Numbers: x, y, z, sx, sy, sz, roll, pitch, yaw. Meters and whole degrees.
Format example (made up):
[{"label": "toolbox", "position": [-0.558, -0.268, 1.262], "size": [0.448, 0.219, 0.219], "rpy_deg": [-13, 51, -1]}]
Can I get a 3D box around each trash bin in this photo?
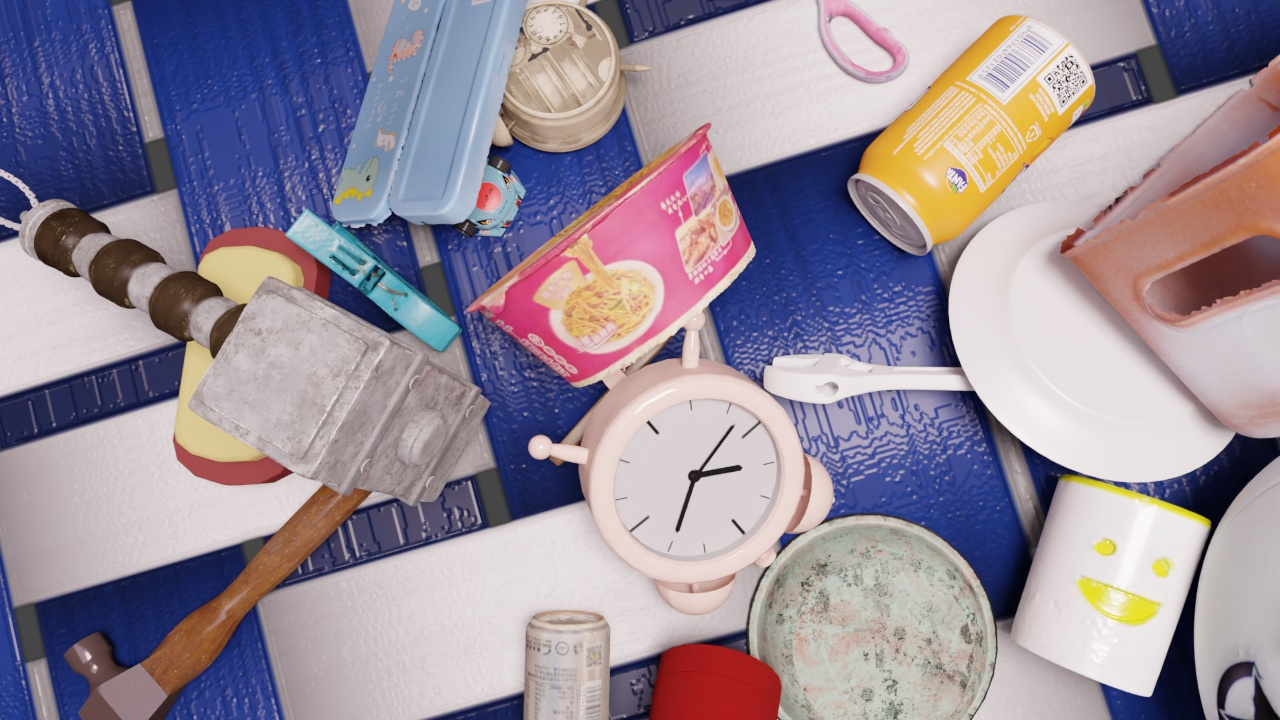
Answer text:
[{"label": "trash bin", "position": [0.390, -0.093, 0.481], "size": [0.259, 0.182, 0.157], "rpy_deg": [-37, 86, -17]}]

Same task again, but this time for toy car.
[{"label": "toy car", "position": [-0.133, -0.126, 0.619], "size": [0.108, 0.027, 0.060], "rpy_deg": [28, 88, 6]}]

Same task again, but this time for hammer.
[{"label": "hammer", "position": [-0.253, -0.027, 0.529], "size": [0.326, 0.177, 0.079], "rpy_deg": [27, 82, 12]}, {"label": "hammer", "position": [-0.236, 0.130, 0.604], "size": [0.115, 0.033, 0.323], "rpy_deg": [44, 89, 8]}]

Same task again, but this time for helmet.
[{"label": "helmet", "position": [0.396, 0.146, 0.487], "size": [0.236, 0.164, 0.264], "rpy_deg": [-5, 88, -25]}]

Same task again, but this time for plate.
[{"label": "plate", "position": [0.282, -0.021, 0.554], "size": [0.188, 0.016, 0.188], "rpy_deg": [2, 67, -5]}]

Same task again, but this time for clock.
[{"label": "clock", "position": [0.030, 0.066, 0.567], "size": [0.131, 0.086, 0.160], "rpy_deg": [-40, 102, 0]}, {"label": "clock", "position": [-0.071, -0.180, 0.602], "size": [0.140, 0.054, 0.093], "rpy_deg": [-34, 84, -5]}]

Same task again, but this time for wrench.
[{"label": "wrench", "position": [0.213, 0.012, 0.571], "size": [0.273, 0.066, 0.018], "rpy_deg": [1, 102, 0]}]

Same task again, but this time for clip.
[{"label": "clip", "position": [-0.171, -0.051, 0.611], "size": [0.120, 0.104, 0.027], "rpy_deg": [40, 92, -1]}]

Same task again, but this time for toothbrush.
[{"label": "toothbrush", "position": [-0.004, 0.004, 0.605], "size": [0.016, 0.016, 0.167], "rpy_deg": [41, 88, 6]}]

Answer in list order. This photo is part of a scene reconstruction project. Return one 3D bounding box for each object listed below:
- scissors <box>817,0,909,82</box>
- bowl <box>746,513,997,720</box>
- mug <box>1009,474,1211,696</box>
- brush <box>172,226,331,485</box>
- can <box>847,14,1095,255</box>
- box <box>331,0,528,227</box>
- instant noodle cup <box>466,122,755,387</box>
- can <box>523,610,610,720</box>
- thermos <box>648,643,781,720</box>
[{"label": "scissors", "position": [0.136, -0.272, 0.621], "size": [0.173, 0.013, 0.170], "rpy_deg": [-44, 81, 1]}, {"label": "bowl", "position": [0.146, 0.175, 0.569], "size": [0.157, 0.038, 0.157], "rpy_deg": [0, 85, 4]}, {"label": "mug", "position": [0.275, 0.131, 0.542], "size": [0.082, 0.082, 0.106], "rpy_deg": [19, 88, 5]}, {"label": "brush", "position": [-0.262, -0.004, 0.610], "size": [0.082, 0.042, 0.173], "rpy_deg": [6, 86, 4]}, {"label": "can", "position": [0.204, -0.139, 0.570], "size": [0.142, 0.079, 0.079], "rpy_deg": [-45, 84, -1]}, {"label": "box", "position": [-0.135, -0.184, 0.588], "size": [0.126, 0.021, 0.208], "rpy_deg": [6, 77, 33]}, {"label": "instant noodle cup", "position": [-0.009, -0.055, 0.543], "size": [0.178, 0.178, 0.077], "rpy_deg": [-38, 100, 0]}, {"label": "can", "position": [-0.046, 0.228, 0.570], "size": [0.054, 0.054, 0.135], "rpy_deg": [0, 86, 4]}, {"label": "thermos", "position": [0.015, 0.264, 0.504], "size": [0.108, 0.084, 0.198], "rpy_deg": [0, 47, 19]}]
